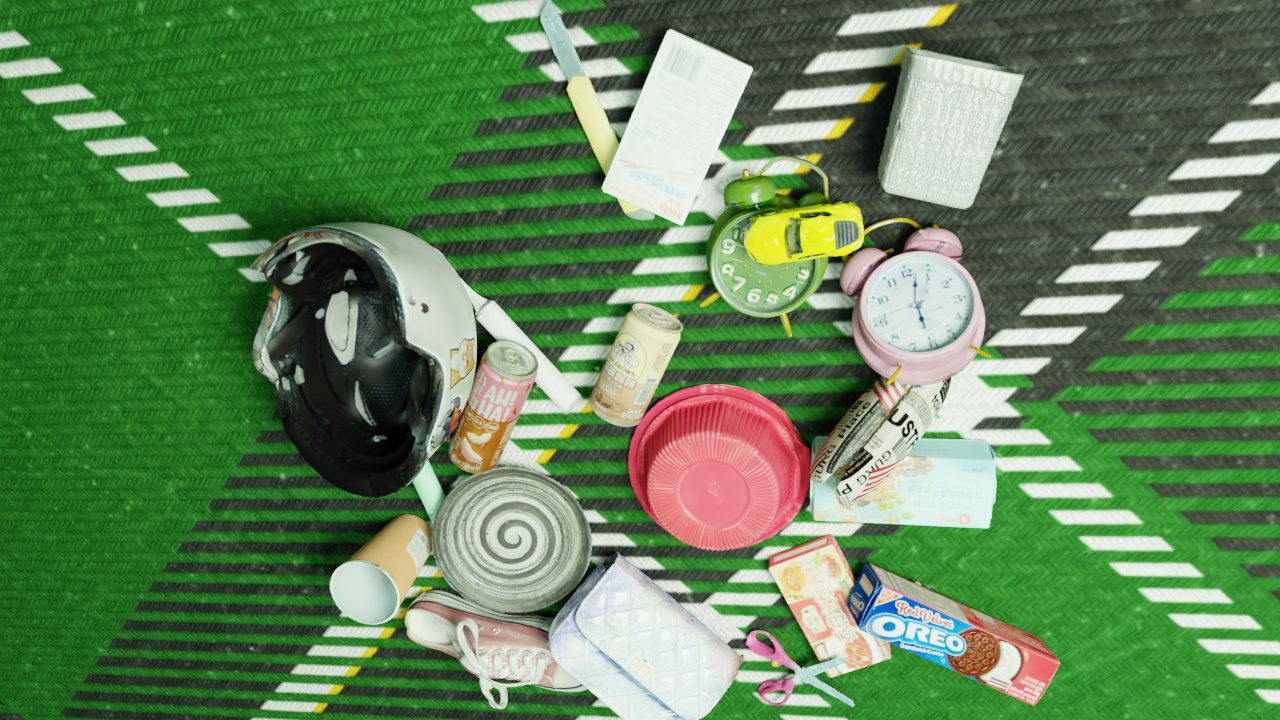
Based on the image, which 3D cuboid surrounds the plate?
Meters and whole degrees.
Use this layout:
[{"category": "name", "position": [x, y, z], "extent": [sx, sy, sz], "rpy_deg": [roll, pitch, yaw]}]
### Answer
[{"category": "plate", "position": [-0.144, 0.199, 1.027], "extent": [0.179, 0.024, 0.179], "rpy_deg": [0, 105, -1]}]

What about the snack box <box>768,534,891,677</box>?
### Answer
[{"category": "snack box", "position": [0.204, 0.266, 0.989], "extent": [0.075, 0.025, 0.153], "rpy_deg": [-25, 103, 18]}]

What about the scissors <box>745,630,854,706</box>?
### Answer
[{"category": "scissors", "position": [0.173, 0.351, 1.016], "extent": [0.133, 0.017, 0.130], "rpy_deg": [27, 121, 17]}]

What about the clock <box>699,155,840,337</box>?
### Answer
[{"category": "clock", "position": [0.123, -0.111, 0.856], "extent": [0.116, 0.056, 0.161], "rpy_deg": [18, 111, 4]}]

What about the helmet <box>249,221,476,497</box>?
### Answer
[{"category": "helmet", "position": [-0.253, -0.016, 0.910], "extent": [0.230, 0.156, 0.275], "rpy_deg": [20, 124, 23]}]

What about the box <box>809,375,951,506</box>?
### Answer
[{"category": "box", "position": [0.218, 0.054, 0.864], "extent": [0.163, 0.075, 0.083], "rpy_deg": [-48, 58, -4]}]

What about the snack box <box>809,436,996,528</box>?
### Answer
[{"category": "snack box", "position": [0.258, 0.120, 0.913], "extent": [0.175, 0.051, 0.074], "rpy_deg": [1, 108, 12]}]

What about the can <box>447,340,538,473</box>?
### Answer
[{"category": "can", "position": [-0.154, 0.051, 0.951], "extent": [0.058, 0.057, 0.148], "rpy_deg": [28, 125, 1]}]

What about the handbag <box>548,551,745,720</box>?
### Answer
[{"category": "handbag", "position": [0.003, 0.321, 1.011], "extent": [0.194, 0.075, 0.134], "rpy_deg": [40, 85, -6]}]

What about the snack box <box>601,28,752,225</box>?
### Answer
[{"category": "snack box", "position": [0.033, -0.213, 0.846], "extent": [0.084, 0.026, 0.157], "rpy_deg": [24, 110, -3]}]

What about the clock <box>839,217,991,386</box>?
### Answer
[{"category": "clock", "position": [0.245, -0.058, 0.830], "extent": [0.117, 0.060, 0.158], "rpy_deg": [-18, 67, 9]}]

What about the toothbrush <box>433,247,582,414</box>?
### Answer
[{"category": "toothbrush", "position": [-0.143, -0.032, 0.952], "extent": [0.221, 0.026, 0.026], "rpy_deg": [48, 133, -7]}]

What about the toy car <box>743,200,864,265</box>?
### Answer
[{"category": "toy car", "position": [0.143, -0.110, 0.805], "extent": [0.105, 0.032, 0.048], "rpy_deg": [-6, 108, 14]}]

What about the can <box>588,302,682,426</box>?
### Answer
[{"category": "can", "position": [-0.005, 0.005, 0.921], "extent": [0.058, 0.058, 0.116], "rpy_deg": [25, 112, 2]}]

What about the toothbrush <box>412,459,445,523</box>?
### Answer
[{"category": "toothbrush", "position": [-0.240, 0.143, 1.034], "extent": [0.027, 0.026, 0.224], "rpy_deg": [-7, 111, 45]}]

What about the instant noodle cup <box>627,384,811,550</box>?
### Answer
[{"category": "instant noodle cup", "position": [0.077, 0.123, 0.944], "extent": [0.194, 0.065, 0.194], "rpy_deg": [3, 109, 10]}]

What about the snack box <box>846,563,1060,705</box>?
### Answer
[{"category": "snack box", "position": [0.317, 0.279, 0.942], "extent": [0.207, 0.058, 0.057], "rpy_deg": [25, 101, -4]}]

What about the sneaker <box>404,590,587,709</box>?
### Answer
[{"category": "sneaker", "position": [-0.165, 0.337, 1.054], "extent": [0.241, 0.087, 0.118], "rpy_deg": [17, 111, 5]}]

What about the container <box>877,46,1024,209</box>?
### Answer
[{"category": "container", "position": [0.257, -0.198, 0.783], "extent": [0.090, 0.090, 0.114], "rpy_deg": [14, 114, 7]}]

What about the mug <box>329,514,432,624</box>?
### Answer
[{"category": "mug", "position": [-0.278, 0.224, 1.019], "extent": [0.078, 0.122, 0.078], "rpy_deg": [4, 110, 10]}]

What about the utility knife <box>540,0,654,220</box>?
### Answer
[{"category": "utility knife", "position": [-0.043, -0.230, 0.867], "extent": [0.031, 0.022, 0.221], "rpy_deg": [-21, 110, 17]}]
